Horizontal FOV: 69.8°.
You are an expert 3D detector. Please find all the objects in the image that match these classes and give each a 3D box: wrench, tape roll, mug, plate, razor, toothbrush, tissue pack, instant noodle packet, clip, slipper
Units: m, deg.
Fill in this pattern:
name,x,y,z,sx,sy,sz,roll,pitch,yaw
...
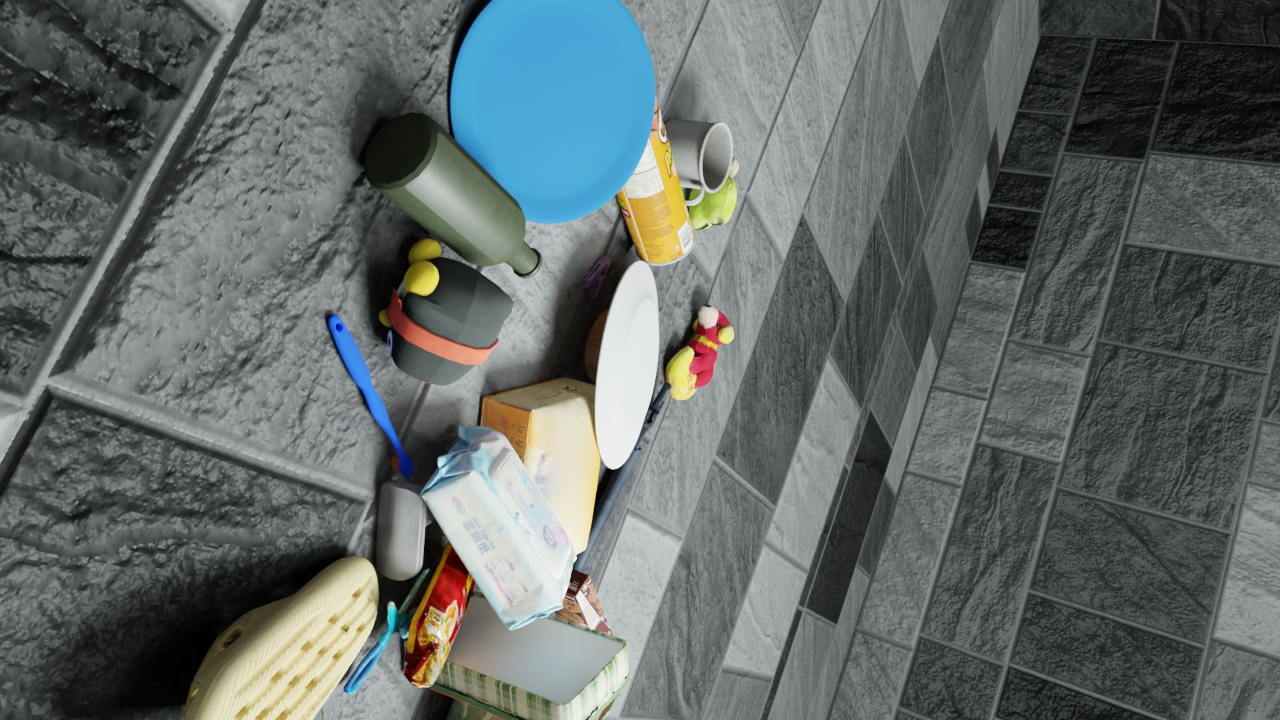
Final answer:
name,x,y,z,sx,sy,sz,roll,pitch,yaw
wrench,-0.024,0.145,1.183,0.272,0.022,0.073,-63,178,-16
tape roll,-0.029,-0.015,1.104,0.093,0.027,0.094,-34,132,-51
mug,0.059,-0.238,1.113,0.113,0.071,0.084,-65,150,-19
plate,-0.006,0.006,1.063,0.242,0.016,0.242,9,89,-76
razor,-0.198,0.144,0.867,0.116,0.047,0.088,-23,123,-65
toothbrush,-0.230,0.034,0.783,0.016,0.018,0.183,-51,140,-38
tissue pack,-0.127,0.147,0.850,0.182,0.070,0.112,61,13,-10
instant noodle packet,-0.184,0.229,0.858,0.135,0.040,0.099,-72,177,-49
clip,-0.053,-0.095,1.042,0.046,0.014,0.050,0,106,-58
slipper,-0.289,0.232,0.707,0.260,0.079,0.111,-55,151,-68
plate,-0.081,-0.242,0.861,0.223,0.024,0.225,-16,118,-34

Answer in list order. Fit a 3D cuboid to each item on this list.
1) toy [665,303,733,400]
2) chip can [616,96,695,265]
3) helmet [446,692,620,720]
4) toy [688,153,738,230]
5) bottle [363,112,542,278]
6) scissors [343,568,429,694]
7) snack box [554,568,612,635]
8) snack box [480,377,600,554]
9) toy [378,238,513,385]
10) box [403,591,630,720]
name,x,y,z,sx,sy,sz,roll,pitch,yaw
toy,0.083,-0.005,1.281,0.137,0.067,0.105,-60,153,-12
chip can,0.004,-0.208,1.022,0.075,0.075,0.215,-58,148,-29
helmet,-0.099,0.424,0.975,0.224,0.236,0.192,-65,169,12
toy,0.095,-0.225,1.180,0.046,0.092,0.115,12,83,-25
bottle,-0.147,-0.128,0.792,0.207,0.071,0.071,42,66,-59
scissors,-0.230,0.251,0.837,0.134,0.012,0.134,-50,170,-28
snack box,-0.078,0.312,1.146,0.031,0.051,0.141,-54,145,-35
snack box,-0.104,0.128,0.981,0.144,0.081,0.195,-14,115,-59
toy,-0.171,-0.027,0.780,0.099,0.097,0.119,24,109,-20
box,-0.122,0.295,0.897,0.117,0.206,0.050,-32,123,-55
